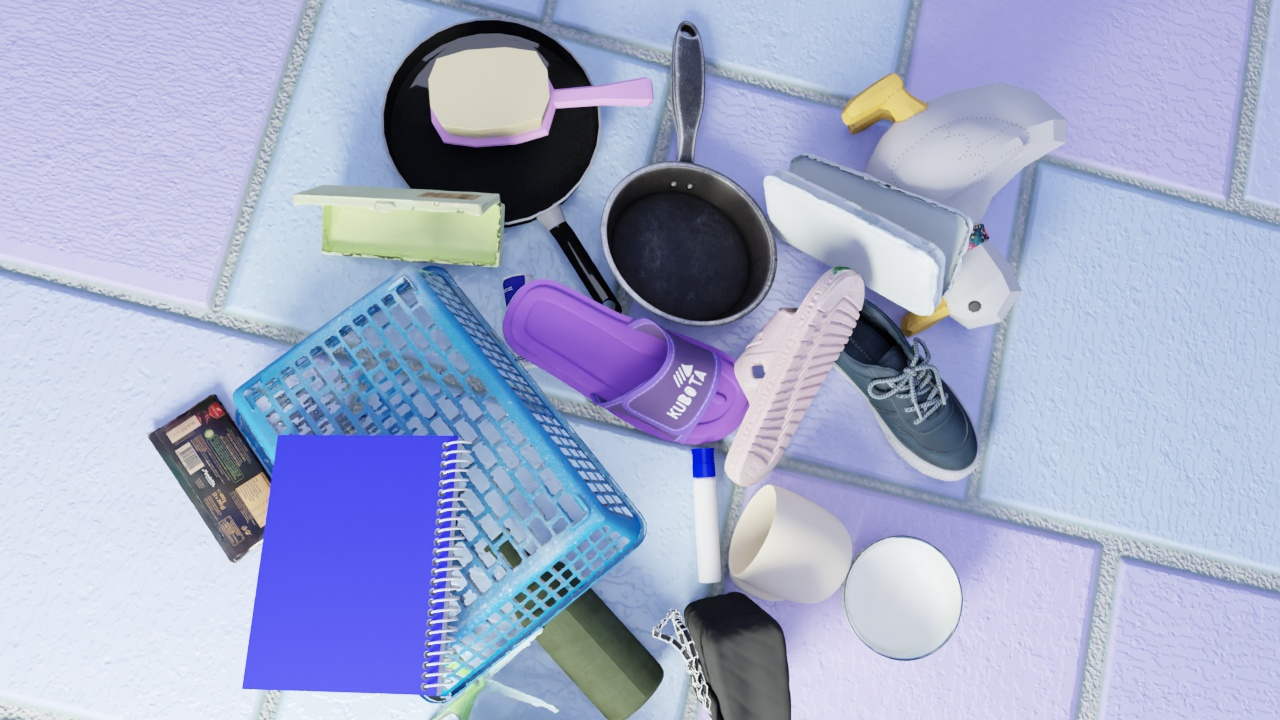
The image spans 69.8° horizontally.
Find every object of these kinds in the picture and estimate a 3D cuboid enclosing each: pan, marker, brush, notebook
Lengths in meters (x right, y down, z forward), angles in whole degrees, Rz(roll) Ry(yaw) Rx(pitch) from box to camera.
[{"bbox_3d":[-0.120,-0.192,0.957,0.225,0.034,0.356,-31,85,-8],"label":"pan"},{"bbox_3d":[0.066,0.155,0.927,0.023,0.027,0.133,-2,84,-5],"label":"marker"},{"bbox_3d":[-0.100,-0.270,0.929,0.228,0.043,0.089,-5,82,-3],"label":"brush"},{"bbox_3d":[-0.232,0.166,0.766,0.172,0.022,0.209,0,73,6],"label":"notebook"},{"bbox_3d":[0.048,-0.197,0.961,0.187,0.055,0.356,5,68,-15],"label":"pan"}]

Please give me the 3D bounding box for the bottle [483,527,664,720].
[{"bbox_3d":[-0.070,0.247,0.879,0.071,0.071,0.207,-42,87,-9],"label":"bottle"}]

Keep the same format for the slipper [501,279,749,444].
[{"bbox_3d":[-0.005,0.005,0.889,0.266,0.084,0.107,26,87,-11],"label":"slipper"}]

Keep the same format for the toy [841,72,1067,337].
[{"bbox_3d":[0.317,-0.170,0.935,0.247,0.140,0.267,-38,84,17],"label":"toy"}]

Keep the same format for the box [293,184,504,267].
[{"bbox_3d":[-0.232,-0.128,0.903,0.188,0.091,0.083,5,114,8],"label":"box"}]

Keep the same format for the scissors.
[{"bbox_3d":[-0.157,0.296,0.864,0.171,0.024,0.160,-44,68,11],"label":"scissors"}]

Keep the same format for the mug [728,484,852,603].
[{"bbox_3d":[0.146,0.193,0.898,0.099,0.096,0.120,26,118,-9],"label":"mug"}]

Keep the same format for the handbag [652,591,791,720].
[{"bbox_3d":[0.072,0.291,0.844,0.114,0.154,0.125,-10,87,-10],"label":"handbag"}]

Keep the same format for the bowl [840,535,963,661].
[{"bbox_3d":[0.251,0.232,0.912,0.118,0.062,0.118,1,82,-5],"label":"bowl"}]

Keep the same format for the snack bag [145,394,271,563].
[{"bbox_3d":[-0.408,0.115,0.897,0.074,0.018,0.155,-34,86,-8],"label":"snack bag"}]

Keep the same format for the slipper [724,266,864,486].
[{"bbox_3d":[0.134,0.011,0.896,0.064,0.094,0.240,37,114,33],"label":"slipper"}]

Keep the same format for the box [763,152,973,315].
[{"bbox_3d":[0.206,-0.118,0.903,0.215,0.083,0.123,28,123,32],"label":"box"}]

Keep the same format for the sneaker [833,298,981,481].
[{"bbox_3d":[0.266,0.022,0.931,0.089,0.087,0.235,-43,86,-10],"label":"sneaker"}]

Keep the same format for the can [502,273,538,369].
[{"bbox_3d":[-0.118,-0.040,0.936,0.032,0.032,0.095,-9,83,-6],"label":"can"}]

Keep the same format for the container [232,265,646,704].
[{"bbox_3d":[-0.199,0.093,0.845,0.257,0.089,0.362,-38,74,-9],"label":"container"}]
